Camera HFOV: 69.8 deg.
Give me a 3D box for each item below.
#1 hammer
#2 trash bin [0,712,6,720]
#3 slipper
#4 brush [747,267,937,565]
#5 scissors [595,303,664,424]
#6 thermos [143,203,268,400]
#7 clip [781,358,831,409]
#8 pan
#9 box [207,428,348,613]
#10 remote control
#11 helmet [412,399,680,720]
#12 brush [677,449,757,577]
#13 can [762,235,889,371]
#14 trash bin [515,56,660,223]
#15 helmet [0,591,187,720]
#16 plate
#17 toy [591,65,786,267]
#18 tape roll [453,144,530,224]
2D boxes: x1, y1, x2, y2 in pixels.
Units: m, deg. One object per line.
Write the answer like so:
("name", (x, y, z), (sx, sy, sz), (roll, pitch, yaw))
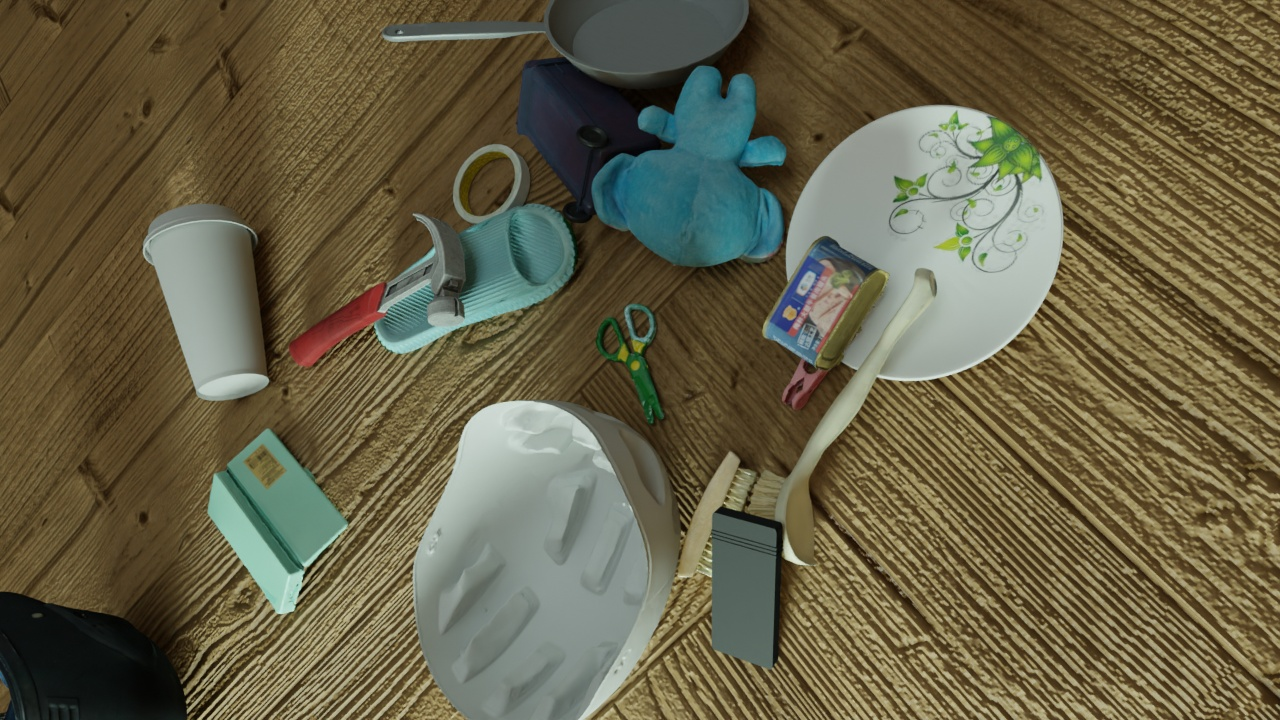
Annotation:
("hammer", (-0.299, -0.059, 1.009), (0.317, 0.036, 0.126), (-21, 68, 39))
("trash bin", (-0.802, 0.517, 1.050), (0.217, 0.243, 0.216), (-8, 73, 26))
("slipper", (-0.193, -0.088, 0.980), (0.277, 0.069, 0.116), (-23, 69, 23))
("brush", (0.166, 0.047, 0.747), (0.077, 0.062, 0.272), (30, 97, 20))
("scissors", (0.003, 0.002, 0.886), (0.071, 0.014, 0.130), (-35, 62, 16))
("thermos", (-0.525, -0.069, 1.132), (0.132, 0.131, 0.221), (-25, 74, 21))
("clip", (0.149, 0.016, 0.798), (0.044, 0.023, 0.060), (5, 74, 31))
("pan", (-0.072, -0.327, 0.907), (0.356, 0.051, 0.200), (-8, 53, 0))
("box", (-0.425, 0.180, 1.053), (0.187, 0.057, 0.138), (37, 102, 30))
("remote control", (0.086, 0.187, 0.752), (0.058, 0.013, 0.133), (12, 114, 30))
("helmet", (-0.079, 0.179, 0.782), (0.224, 0.183, 0.282), (15, 79, 37))
("brush", (0.067, 0.136, 0.796), (0.039, 0.049, 0.117), (24, 88, 8))
("can", (0.154, -0.046, 0.764), (0.059, 0.053, 0.100), (38, 107, 30))
("trash bin", (-0.059, -0.228, 0.915), (0.160, 0.092, 0.094), (54, 146, 31))
("helmet", (-0.647, 0.387, 1.001), (0.316, 0.235, 0.249), (25, 87, 24))
("plate", (0.232, -0.096, 0.767), (0.230, 0.030, 0.229), (-5, 81, 35))
("toy", (0.054, -0.176, 0.850), (0.183, 0.115, 0.180), (14, 94, 2))
("tape roll", (-0.167, -0.194, 1.024), (0.094, 0.019, 0.094), (-7, 74, 27))
